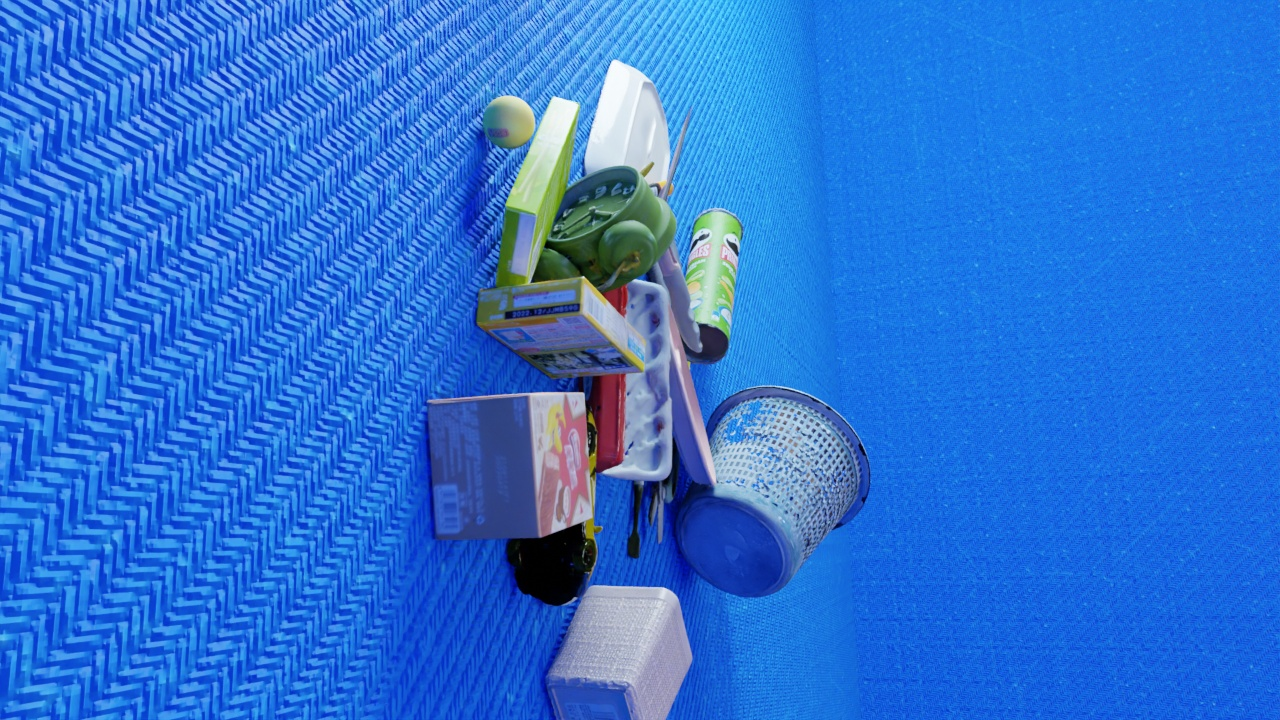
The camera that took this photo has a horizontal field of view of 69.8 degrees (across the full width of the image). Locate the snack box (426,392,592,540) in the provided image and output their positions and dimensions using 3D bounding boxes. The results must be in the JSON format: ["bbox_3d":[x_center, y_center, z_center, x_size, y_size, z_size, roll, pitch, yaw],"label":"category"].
[{"bbox_3d":[-0.087,0.070,0.630,0.094,0.077,0.092,5,80,-71],"label":"snack box"}]

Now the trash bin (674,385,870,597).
[{"bbox_3d":[0.146,0.173,1.126,0.194,0.227,0.227,-44,127,-51],"label":"trash bin"}]

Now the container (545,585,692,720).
[{"bbox_3d":[-0.019,0.260,0.770,0.110,0.090,0.090,-54,136,-57],"label":"container"}]

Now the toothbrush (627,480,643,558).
[{"bbox_3d":[0.000,0.120,0.977,0.017,0.012,0.185,63,28,-60],"label":"toothbrush"}]

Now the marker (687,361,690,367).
[{"bbox_3d":[0.056,-0.020,1.179,0.018,0.015,0.123,43,40,-42],"label":"marker"}]

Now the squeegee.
[{"bbox_3d":[0.038,-0.106,0.994,0.247,0.040,0.250,-76,160,-48],"label":"squeegee"}]

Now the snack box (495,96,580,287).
[{"bbox_3d":[-0.080,-0.132,0.730,0.086,0.026,0.156,107,-3,-47],"label":"snack box"}]

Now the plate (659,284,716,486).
[{"bbox_3d":[0.042,0.030,1.016,0.229,0.028,0.229,-13,89,-85],"label":"plate"}]

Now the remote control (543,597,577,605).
[{"bbox_3d":[-0.070,0.124,0.753,0.058,0.021,0.150,-5,89,-72],"label":"remote control"}]

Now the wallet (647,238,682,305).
[{"bbox_3d":[0.028,-0.124,1.119,0.120,0.019,0.097,-70,151,-54],"label":"wallet"}]

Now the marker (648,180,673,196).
[{"bbox_3d":[0.010,-0.178,0.971,0.123,0.015,0.018,-38,123,-65],"label":"marker"}]

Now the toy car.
[{"bbox_3d":[-0.066,0.105,0.695,0.041,0.071,0.156,7,80,-67],"label":"toy car"}]

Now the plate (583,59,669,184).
[{"bbox_3d":[-0.006,-0.216,1.012,0.162,0.034,0.265,65,27,-45],"label":"plate"}]

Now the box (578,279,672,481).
[{"bbox_3d":[-0.006,0.006,0.850,0.102,0.100,0.201,139,-46,-65],"label":"box"}]

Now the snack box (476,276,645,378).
[{"bbox_3d":[-0.058,-0.022,0.724,0.140,0.087,0.033,46,43,-61],"label":"snack box"}]

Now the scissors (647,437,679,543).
[{"bbox_3d":[0.026,0.117,1.023,0.181,0.019,0.170,38,50,-76],"label":"scissors"}]

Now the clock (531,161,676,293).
[{"bbox_3d":[-0.034,-0.103,0.779,0.056,0.116,0.160,55,30,-36],"label":"clock"}]

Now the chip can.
[{"bbox_3d":[0.092,-0.101,1.201,0.235,0.072,0.072,-78,155,-44],"label":"chip can"}]

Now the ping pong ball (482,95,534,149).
[{"bbox_3d":[-0.102,-0.184,0.710,0.040,0.040,0.040,-5,90,-71],"label":"ping pong ball"}]
